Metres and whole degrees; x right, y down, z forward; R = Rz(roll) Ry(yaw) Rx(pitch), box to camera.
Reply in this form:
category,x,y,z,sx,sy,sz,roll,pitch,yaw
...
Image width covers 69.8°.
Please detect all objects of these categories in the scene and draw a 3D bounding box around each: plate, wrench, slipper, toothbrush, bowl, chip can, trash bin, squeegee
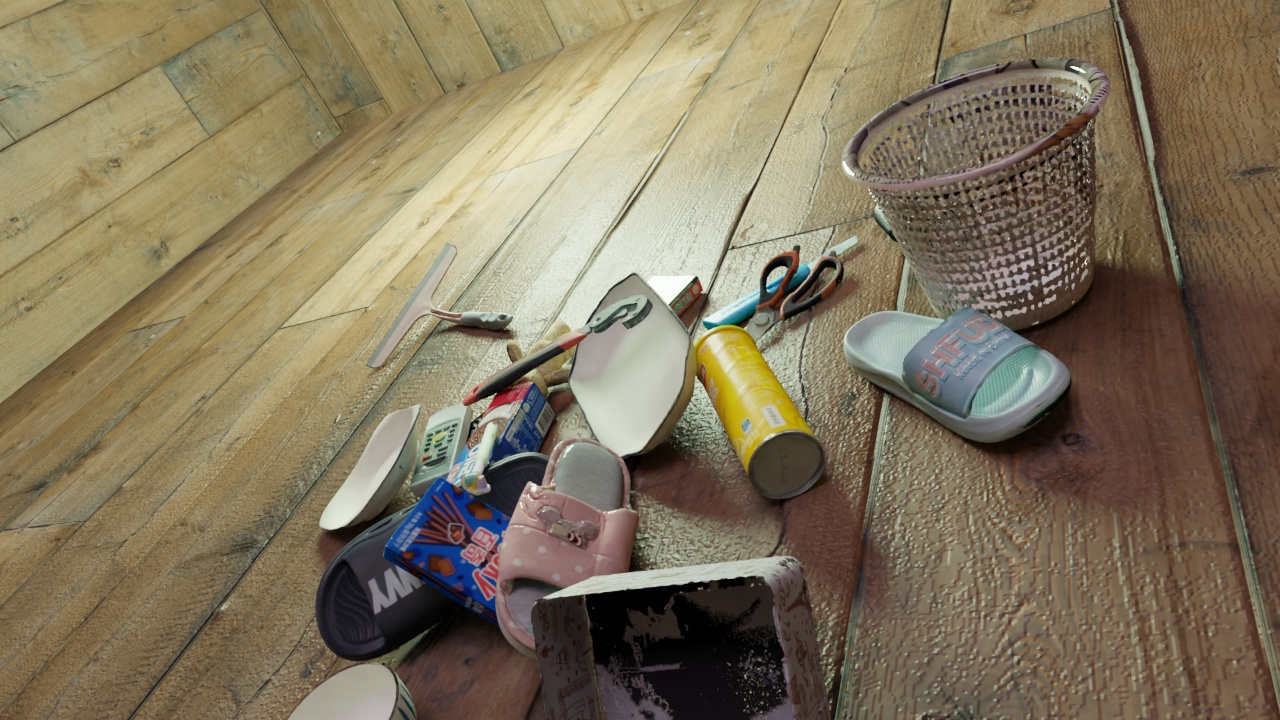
category,x,y,z,sx,sy,sz,roll,pitch,yaw
plate,-0.305,0.131,1.071,0.164,0.034,0.164,-15,42,56
plate,-0.006,0.006,0.998,0.162,0.034,0.265,-59,29,13
wrench,-0.099,-0.009,1.032,0.274,0.016,0.056,-26,27,27
slipper,-0.056,0.147,0.802,0.273,0.114,0.055,-75,9,-60
slipper,-0.181,0.169,0.851,0.267,0.110,0.083,-32,-9,-18
toothbrush,-0.152,0.091,0.897,0.020,0.029,0.189,-59,9,8
bowl,-0.226,0.307,0.729,0.116,0.066,0.116,-22,29,13
chip can,0.106,0.041,0.870,0.072,0.072,0.213,-26,29,2
slipper,0.268,-0.007,0.810,0.104,0.074,0.245,-34,28,-13
trash bin,0.325,-0.142,0.852,0.228,0.192,0.227,-21,29,12
squeegee,-0.273,-0.068,1.403,0.250,0.040,0.247,10,62,41

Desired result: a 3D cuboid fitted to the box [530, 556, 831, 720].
category,x,y,z,sx,sy,sz,roll,pitch,yaw
box,0.023,0.258,0.573,0.179,0.125,0.273,-12,60,25

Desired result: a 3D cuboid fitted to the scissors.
category,x,y,z,sx,sy,sz,roll,pitch,yaw
scissors,0.138,-0.059,1.044,0.206,0.015,0.196,-16,47,6

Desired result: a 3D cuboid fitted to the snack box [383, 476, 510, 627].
category,x,y,z,sx,sy,sz,roll,pitch,yaw
snack box,-0.135,0.175,0.802,0.157,0.026,0.084,29,48,4

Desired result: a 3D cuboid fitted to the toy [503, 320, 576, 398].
category,x,y,z,sx,sy,sz,roll,pitch,yaw
toy,-0.117,0.003,1.143,0.105,0.066,0.156,27,43,6

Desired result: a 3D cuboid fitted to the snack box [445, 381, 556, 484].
category,x,y,z,sx,sy,sz,roll,pitch,yaw
snack box,-0.158,0.110,0.999,0.058,0.057,0.206,-15,32,28

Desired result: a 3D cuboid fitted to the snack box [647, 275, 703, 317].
category,x,y,z,sx,sy,sz,roll,pitch,yaw
snack box,0.005,-0.054,1.155,0.077,0.027,0.155,5,43,45

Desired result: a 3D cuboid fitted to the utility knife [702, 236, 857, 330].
category,x,y,z,sx,sy,sz,roll,pitch,yaw
utility knife,0.171,-0.093,1.088,0.216,0.018,0.034,-31,28,-9

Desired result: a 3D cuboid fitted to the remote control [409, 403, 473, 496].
category,x,y,z,sx,sy,sz,roll,pitch,yaw
remote control,-0.229,0.100,1.062,0.056,0.019,0.134,-21,32,14

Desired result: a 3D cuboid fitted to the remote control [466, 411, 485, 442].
category,x,y,z,sx,sy,sz,roll,pitch,yaw
remote control,-0.208,0.104,1.084,0.136,0.024,0.053,-41,33,-18

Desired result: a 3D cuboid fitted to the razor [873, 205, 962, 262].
category,x,y,z,sx,sy,sz,roll,pitch,yaw
razor,0.308,-0.152,1.033,0.068,0.062,0.167,-56,19,14
